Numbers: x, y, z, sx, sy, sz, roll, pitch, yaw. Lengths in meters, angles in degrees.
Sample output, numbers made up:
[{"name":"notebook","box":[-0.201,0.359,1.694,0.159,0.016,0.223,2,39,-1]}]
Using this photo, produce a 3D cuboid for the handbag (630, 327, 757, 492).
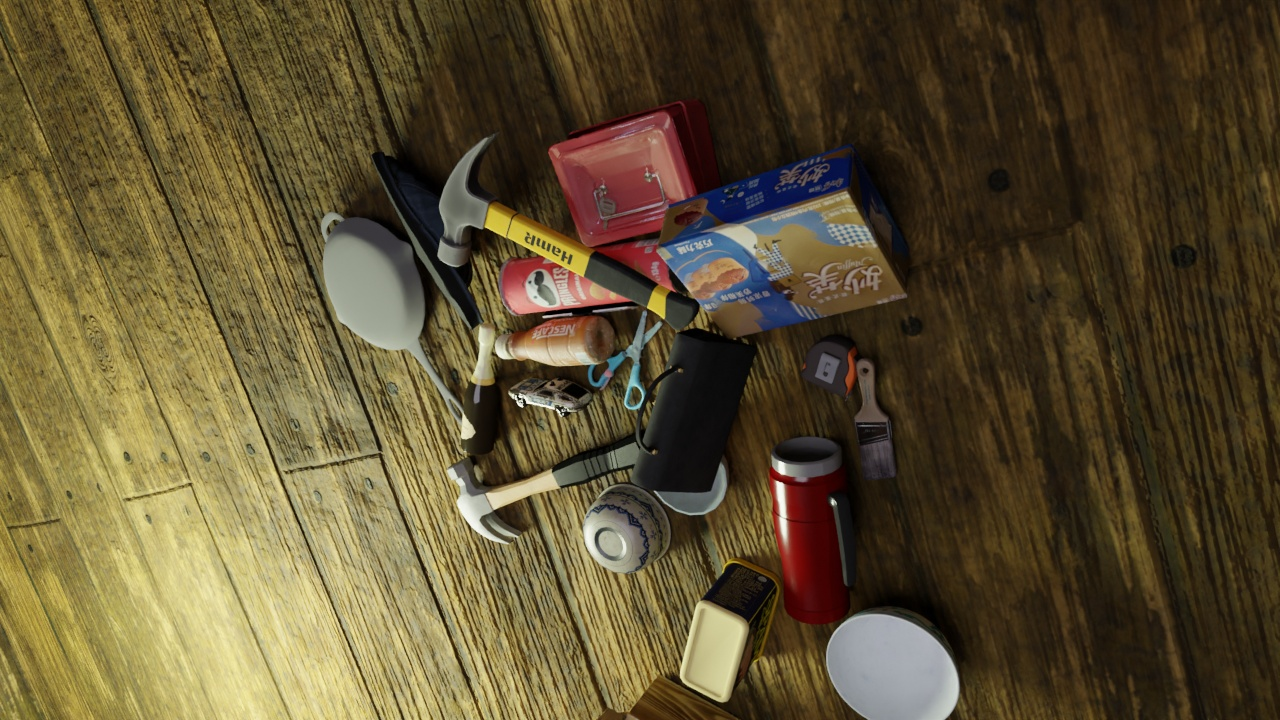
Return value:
[{"name":"handbag","box":[0.038,0.054,0.977,0.072,0.195,0.176,20,96,22]}]

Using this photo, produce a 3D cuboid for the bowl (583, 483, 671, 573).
[{"name":"bowl","box":[-0.025,0.223,1.181,0.116,0.059,0.116,10,112,26]}]

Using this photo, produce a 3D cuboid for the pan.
[{"name":"pan","box":[-0.344,-0.050,1.278,0.217,0.024,0.354,-33,92,40]}]

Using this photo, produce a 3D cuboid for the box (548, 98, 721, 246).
[{"name":"box","box":[-0.001,-0.207,1.006,0.158,0.097,0.130,-7,108,28]}]

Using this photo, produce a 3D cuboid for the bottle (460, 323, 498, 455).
[{"name":"bottle","box":[-0.212,0.037,1.230,0.045,0.045,0.185,20,116,22]}]

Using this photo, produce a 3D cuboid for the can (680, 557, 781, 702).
[{"name":"can","box":[0.108,0.328,1.116,0.075,0.104,0.135,21,116,22]}]

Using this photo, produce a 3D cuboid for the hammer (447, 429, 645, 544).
[{"name":"hammer","box":[-0.119,0.158,1.227,0.329,0.039,0.131,-22,97,33]}]

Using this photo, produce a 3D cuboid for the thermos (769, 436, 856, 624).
[{"name":"thermos","box":[0.198,0.193,1.023,0.108,0.083,0.199,26,127,60]}]

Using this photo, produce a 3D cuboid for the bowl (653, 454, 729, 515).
[{"name":"bowl","box":[0.063,0.131,1.111,0.106,0.039,0.106,10,112,26]}]

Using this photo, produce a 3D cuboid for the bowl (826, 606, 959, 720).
[{"name":"bowl","box":[0.290,0.331,1.032,0.144,0.074,0.144,10,112,26]}]

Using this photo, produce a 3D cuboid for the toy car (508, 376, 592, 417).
[{"name":"toy car","box":[-0.116,0.040,1.175,0.113,0.048,0.040,10,116,26]}]

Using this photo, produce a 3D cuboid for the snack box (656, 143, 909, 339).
[{"name":"snack box","box":[0.144,-0.111,0.919,0.203,0.069,0.155,-13,138,32]}]

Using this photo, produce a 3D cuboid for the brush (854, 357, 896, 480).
[{"name":"brush","box":[0.249,0.065,0.987,0.039,0.012,0.151,-2,116,27]}]

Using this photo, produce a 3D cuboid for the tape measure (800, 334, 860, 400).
[{"name":"tape measure","box":[0.207,0.004,0.987,0.058,0.038,0.059,28,118,19]}]

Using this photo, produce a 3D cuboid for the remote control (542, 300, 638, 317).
[{"name":"remote control","box":[-0.062,-0.063,1.122,0.124,0.028,0.012,-5,91,31]}]

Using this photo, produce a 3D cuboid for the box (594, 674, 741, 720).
[{"name":"box","box":[-0.008,0.624,1.156,0.286,0.335,0.280,24,119,23]}]

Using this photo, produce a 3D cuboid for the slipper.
[{"name":"slipper","box":[-0.250,-0.165,1.168,0.265,0.083,0.109,55,168,16]}]

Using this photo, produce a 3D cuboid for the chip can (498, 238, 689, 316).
[{"name":"chip can","box":[-0.053,-0.099,1.079,0.233,0.073,0.073,-4,105,30]}]

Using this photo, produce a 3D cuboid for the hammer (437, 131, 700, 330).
[{"name":"hammer","box":[-0.081,-0.124,1.016,0.324,0.034,0.170,28,125,11]}]

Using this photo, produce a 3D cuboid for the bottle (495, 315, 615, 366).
[{"name":"bottle","box":[-0.112,-0.022,1.146,0.167,0.059,0.059,-4,105,35]}]

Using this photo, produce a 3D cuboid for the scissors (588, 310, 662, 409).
[{"name":"scissors","box":[-0.003,0.006,1.122,0.095,0.015,0.143,49,127,7]}]
